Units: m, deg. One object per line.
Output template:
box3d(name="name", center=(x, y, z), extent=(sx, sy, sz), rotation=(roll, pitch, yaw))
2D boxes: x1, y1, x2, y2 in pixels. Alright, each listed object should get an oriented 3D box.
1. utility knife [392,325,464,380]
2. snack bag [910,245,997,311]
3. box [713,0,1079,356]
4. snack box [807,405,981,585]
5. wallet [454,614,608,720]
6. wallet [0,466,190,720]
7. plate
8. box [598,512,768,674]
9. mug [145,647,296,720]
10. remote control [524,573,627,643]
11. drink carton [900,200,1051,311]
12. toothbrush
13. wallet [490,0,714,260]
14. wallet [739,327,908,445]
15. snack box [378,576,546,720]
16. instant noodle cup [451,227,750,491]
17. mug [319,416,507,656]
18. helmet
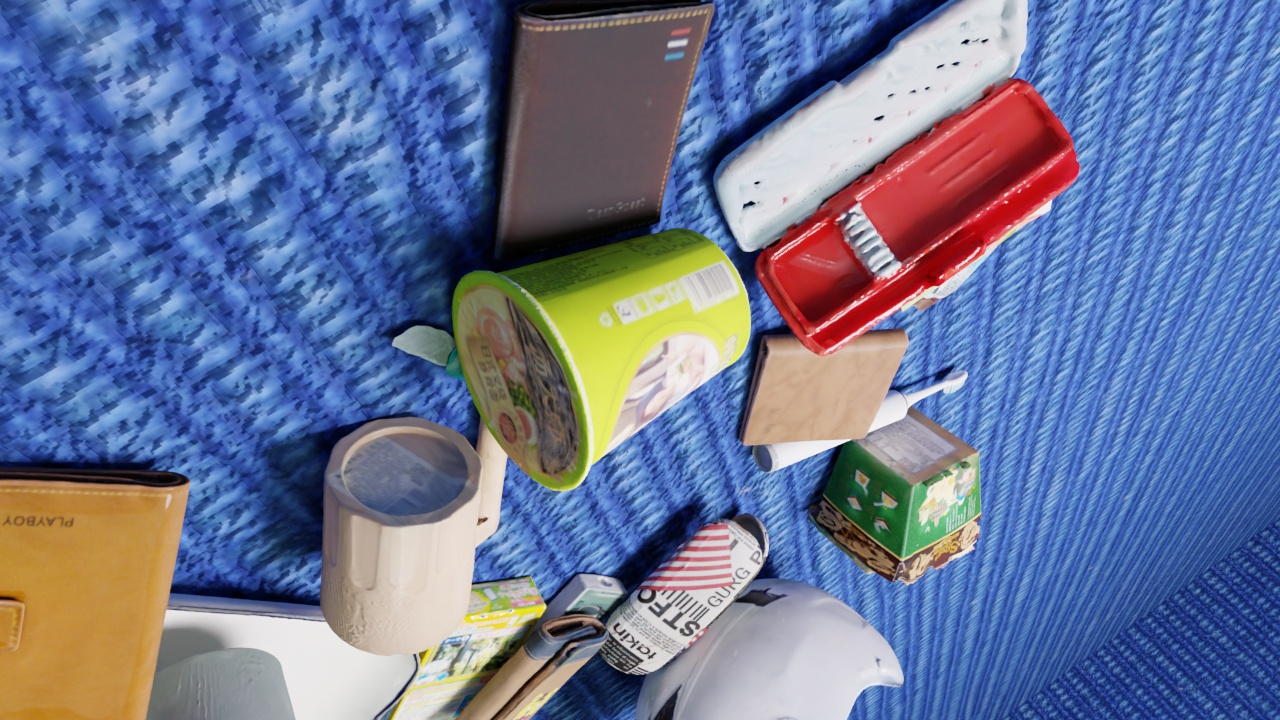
box3d(name="utility knife", center=(-0.065, 0.013, 0.518), extent=(0.185, 0.013, 0.029), rotation=(25, 104, -50))
box3d(name="snack bag", center=(0.230, -0.076, 0.656), extent=(0.045, 0.026, 0.105), rotation=(2, 130, -52))
box3d(name="box", center=(0.147, -0.110, 0.526), extent=(0.201, 0.069, 0.158), rotation=(-35, 119, -1))
box3d(name="snack box", center=(0.228, 0.109, 0.798), extent=(0.118, 0.117, 0.106), rotation=(-20, 128, -26))
box3d(name="wallet", center=(-0.083, 0.240, 0.688), extent=(0.115, 0.033, 0.090), rotation=(-47, 156, 9))
box3d(name="wallet", center=(-0.273, 0.109, 0.403), extent=(0.119, 0.035, 0.131), rotation=(7, 103, -40))
box3d(name="plate", center=(-0.252, 0.190, 0.536), extent=(0.162, 0.034, 0.265), rotation=(-48, 143, 14))
box3d(name="box", center=(0.035, 0.186, 0.756), extent=(0.075, 0.086, 0.162), rotation=(38, 103, -9))
box3d(name="mug", center=(-0.219, 0.232, 0.492), extent=(0.083, 0.103, 0.124), rotation=(-17, 138, -27))
box3d(name="remote control", center=(-0.071, 0.223, 0.735), extent=(0.135, 0.019, 0.056), rotation=(-48, 143, 13))
box3d(name="drink carton", center=(0.201, -0.089, 0.596), extent=(0.122, 0.053, 0.045), rotation=(-35, 144, -2))
box3d(name="toothbrush", center=(0.188, 0.044, 0.752), extent=(0.220, 0.026, 0.026), rotation=(-18, 134, -25))
box3d(name="wallet", center=(-0.021, -0.106, 0.424), extent=(0.096, 0.020, 0.123), rotation=(-15, 140, -28))
box3d(name="wallet", center=(0.128, 0.022, 0.659), extent=(0.101, 0.020, 0.115), rotation=(-3, 137, -8))
box3d(name="snack box", center=(-0.135, 0.218, 0.667), extent=(0.086, 0.033, 0.141), rotation=(2, 130, -41))
box3d(name="instant noodle cup", center=(-0.013, -0.011, 0.462), extent=(0.123, 0.111, 0.112), rotation=(-26, 144, -33))
box3d(name="mug", center=(-0.118, 0.086, 0.509), extent=(0.124, 0.084, 0.104), rotation=(-37, 151, -45))
box3d(name="helmet", center=(0.086, 0.288, 0.812), extent=(0.258, 0.146, 0.229), rotation=(-36, 169, -14))
